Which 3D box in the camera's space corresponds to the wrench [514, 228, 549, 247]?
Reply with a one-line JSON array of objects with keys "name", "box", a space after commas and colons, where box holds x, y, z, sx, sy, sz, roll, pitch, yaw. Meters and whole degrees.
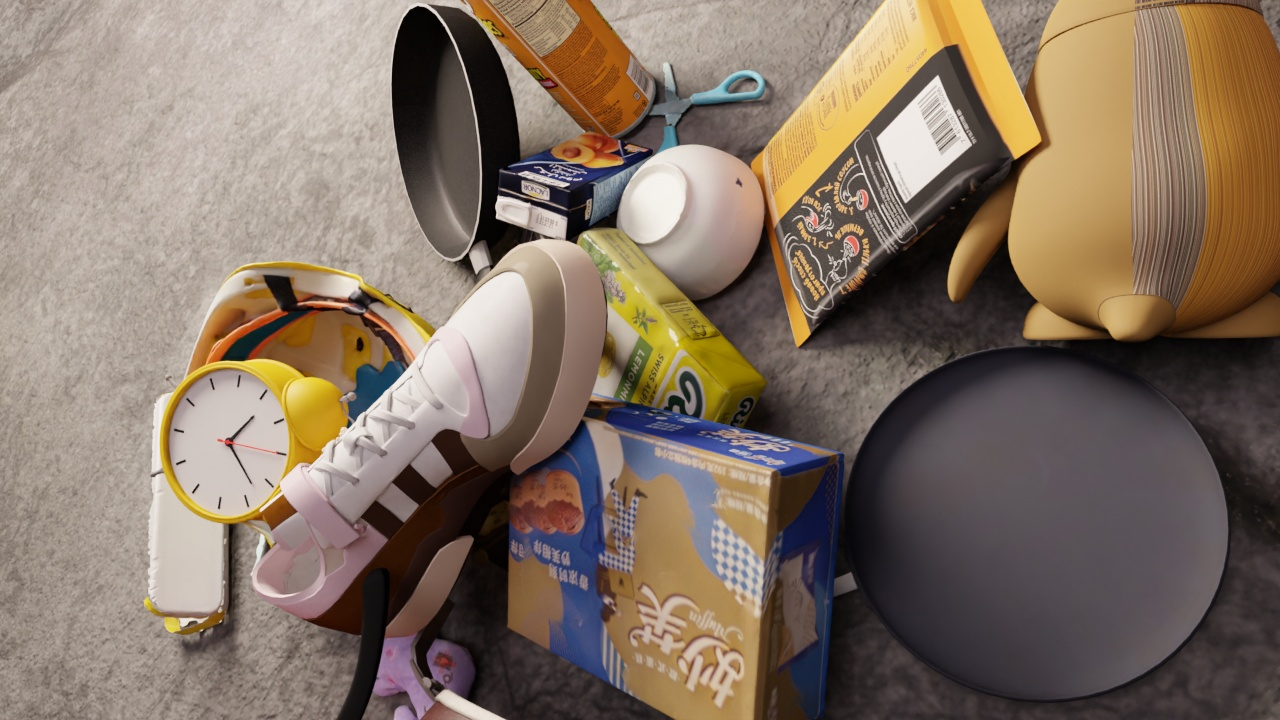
[{"name": "wrench", "box": [-0.066, -0.060, 0.667, 0.273, 0.010, 0.070, -115, 39, -57]}]

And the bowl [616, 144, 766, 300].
[{"name": "bowl", "box": [0.027, -0.105, 0.665, 0.114, 0.063, 0.113, -10, 73, 37]}]

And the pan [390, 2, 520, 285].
[{"name": "pan", "box": [-0.132, -0.115, 0.745, 0.205, 0.044, 0.355, -35, 71, 59]}]

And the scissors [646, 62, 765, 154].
[{"name": "scissors", "box": [0.042, -0.198, 0.739, 0.136, 0.015, 0.135, -18, 65, 23]}]

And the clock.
[{"name": "clock", "box": [-0.260, 0.058, 0.628, 0.152, 0.052, 0.113, 10, 91, 16]}]

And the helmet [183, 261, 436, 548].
[{"name": "helmet", "box": [-0.225, 0.039, 0.718, 0.240, 0.139, 0.209, 19, 93, 12]}]

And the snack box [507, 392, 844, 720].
[{"name": "snack box", "box": [0.010, 0.111, 0.540, 0.203, 0.069, 0.155, 12, 104, 43]}]

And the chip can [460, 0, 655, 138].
[{"name": "chip can", "box": [-0.074, -0.261, 0.701, 0.075, 0.215, 0.075, -16, 58, 27]}]

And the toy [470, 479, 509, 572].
[{"name": "toy", "box": [-0.120, 0.125, 0.664, 0.100, 0.062, 0.076, -28, 76, -4]}]

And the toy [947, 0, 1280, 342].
[{"name": "toy", "box": [0.269, -0.113, 0.490, 0.199, 0.162, 0.203, 0, 92, 29]}]

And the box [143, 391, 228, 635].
[{"name": "box", "box": [-0.415, 0.138, 0.829, 0.080, 0.079, 0.209, -32, 57, 33]}]

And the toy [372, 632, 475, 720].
[{"name": "toy", "box": [-0.167, 0.230, 0.667, 0.100, 0.036, 0.080, 15, 77, 31]}]

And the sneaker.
[{"name": "sneaker", "box": [-0.137, 0.044, 0.538, 0.294, 0.116, 0.111, -53, 51, 21]}]

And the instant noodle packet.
[{"name": "instant noodle packet", "box": [0.142, -0.131, 0.581, 0.221, 0.032, 0.159, -48, 45, 51]}]

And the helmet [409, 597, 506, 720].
[{"name": "helmet", "box": [-0.068, 0.284, 0.484, 0.233, 0.234, 0.253, 29, 66, -1]}]

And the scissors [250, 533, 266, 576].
[{"name": "scissors", "box": [-0.333, 0.109, 0.825, 0.139, 0.028, 0.170, -9, 62, 24]}]

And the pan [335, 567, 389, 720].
[{"name": "pan", "box": [-0.206, 0.290, 0.541, 0.067, 0.209, 0.356, 10, 95, -3]}]

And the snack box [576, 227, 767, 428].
[{"name": "snack box", "box": [-0.004, 0.004, 0.626, 0.181, 0.045, 0.121, 50, 133, 32]}]

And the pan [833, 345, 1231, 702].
[{"name": "pan", "box": [0.148, 0.122, 0.544, 0.357, 0.021, 0.198, -27, 59, 19]}]

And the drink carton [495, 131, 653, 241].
[{"name": "drink carton", "box": [-0.047, -0.133, 0.690, 0.064, 0.129, 0.040, 20, 123, 20]}]
